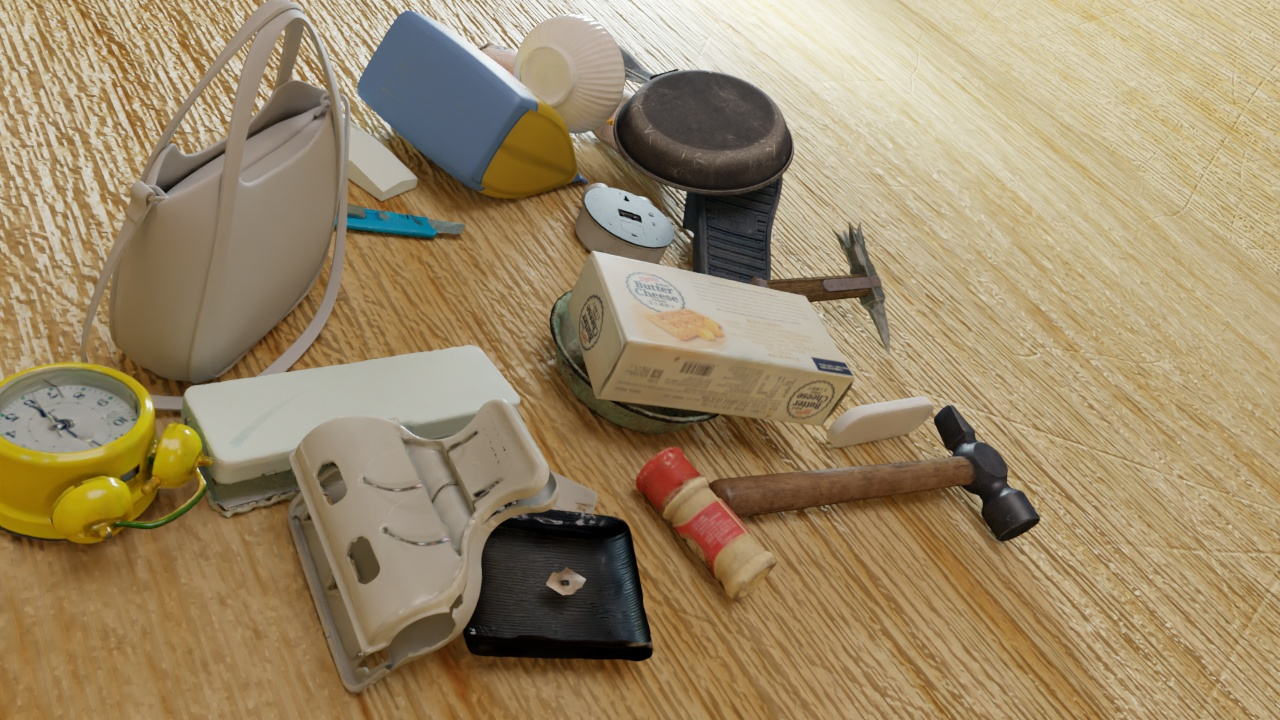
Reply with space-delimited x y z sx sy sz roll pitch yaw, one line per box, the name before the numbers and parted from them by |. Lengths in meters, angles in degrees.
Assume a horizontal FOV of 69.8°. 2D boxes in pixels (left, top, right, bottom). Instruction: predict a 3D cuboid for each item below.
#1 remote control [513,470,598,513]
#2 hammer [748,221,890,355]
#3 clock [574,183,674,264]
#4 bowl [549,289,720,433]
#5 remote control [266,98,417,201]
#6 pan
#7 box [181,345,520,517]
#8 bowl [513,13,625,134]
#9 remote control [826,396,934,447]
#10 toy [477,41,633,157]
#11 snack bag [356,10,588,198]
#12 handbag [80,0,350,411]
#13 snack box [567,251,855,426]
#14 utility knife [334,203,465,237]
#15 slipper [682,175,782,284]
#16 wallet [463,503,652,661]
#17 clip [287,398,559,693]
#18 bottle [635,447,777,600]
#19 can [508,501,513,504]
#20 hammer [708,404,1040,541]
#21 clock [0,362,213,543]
remote control | -0.064 0.118 0.566 0.050 0.011 0.135 26 34 -5
hammer | 0.147 -0.063 0.883 0.316 0.028 0.147 -8 77 -46
clock | -0.018 -0.134 0.902 0.094 0.035 0.122 15 36 -21
bowl | -0.004 0.004 0.731 0.157 0.039 0.157 19 36 -15
remote control | -0.265 -0.195 0.808 0.143 0.024 0.049 35 35 8
pan | 0.020 -0.292 0.986 0.187 0.055 0.356 -24 57 -24
box | -0.173 0.033 0.567 0.198 0.066 0.083 -13 71 -43
bowl | -0.081 -0.285 0.918 0.118 0.118 0.062 36 28 9
remote control | 0.217 0.055 0.824 0.136 0.043 0.013 -5 47 -40
toy | -0.059 -0.278 1.020 0.264 0.065 0.196 13 29 -32
snack bag | -0.146 -0.234 0.894 0.159 0.102 0.205 40 13 15
handbag | -0.228 -0.096 0.533 0.095 0.223 0.215 26 34 -4
snack box | 0.054 -0.014 0.709 0.207 0.058 0.104 9 39 -28
utility knife | -0.225 -0.117 0.749 0.178 0.015 0.031 3 47 -36
slipper | 0.085 -0.141 0.958 0.101 0.083 0.263 16 56 -14
wallet | -0.051 0.128 0.527 0.115 0.026 0.089 12 40 -24
clip | -0.118 0.075 0.467 0.126 0.152 0.097 56 7 30
bottle | 0.044 0.110 0.628 0.044 0.044 0.109 -15 55 -46
can | -0.119 0.080 0.556 0.080 0.032 0.031 1 44 -36
hammer | 0.187 0.098 0.748 0.321 0.040 0.129 -1 51 -33
clock | -0.274 0.050 0.458 0.119 0.057 0.083 27 33 8
